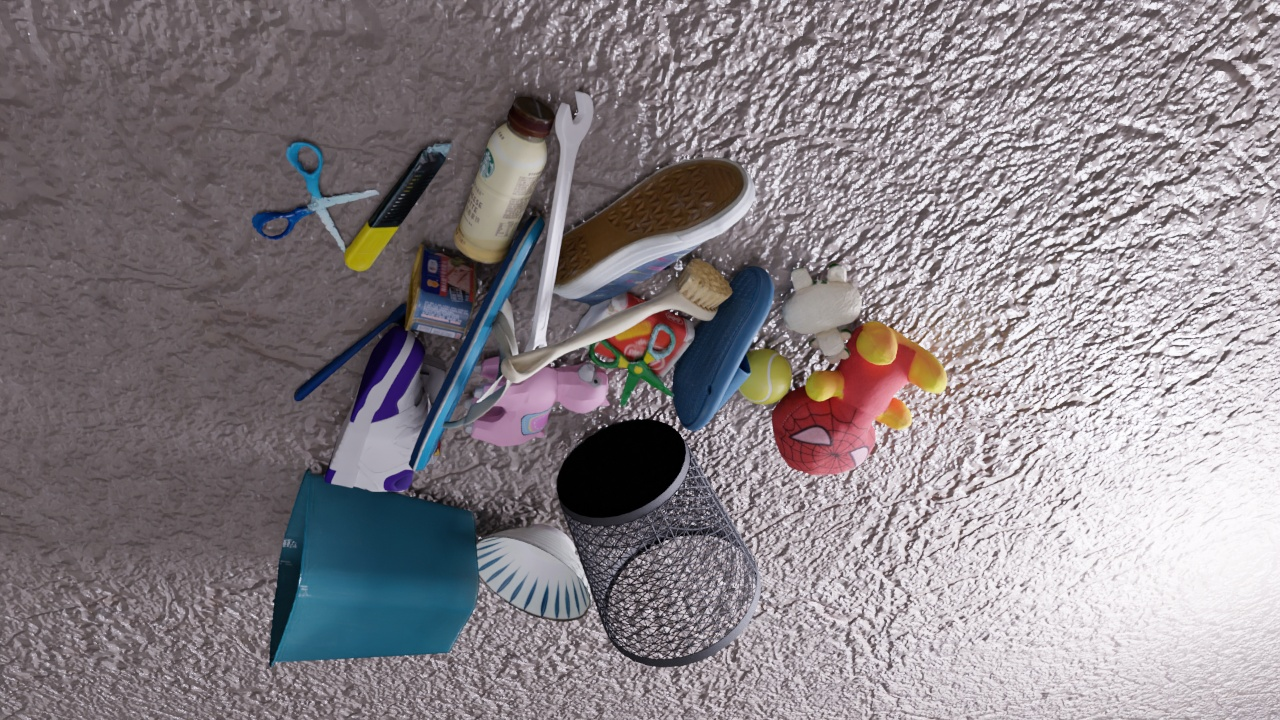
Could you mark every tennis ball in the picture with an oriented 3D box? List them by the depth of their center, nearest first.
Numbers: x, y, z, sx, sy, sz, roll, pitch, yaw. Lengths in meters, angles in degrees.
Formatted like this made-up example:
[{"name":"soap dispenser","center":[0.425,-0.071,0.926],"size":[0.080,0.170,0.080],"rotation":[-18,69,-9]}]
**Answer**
[{"name":"tennis ball","center":[0.142,0.019,1.064],"size":[0.065,0.065,0.065],"rotation":[-3,132,-4]}]

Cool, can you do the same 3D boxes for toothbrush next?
[{"name":"toothbrush","center":[-0.320,-0.006,1.021],"size":[0.190,0.016,0.017],"rotation":[-34,134,22]}]

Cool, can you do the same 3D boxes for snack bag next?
[{"name":"snack bag","center":[-0.005,-0.030,1.022],"size":[0.116,0.036,0.077],"rotation":[23,125,-24]}]

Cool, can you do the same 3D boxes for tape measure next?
[{"name":"tape measure","center":[-0.255,0.020,1.048],"size":[0.060,0.020,0.062],"rotation":[12,129,-17]}]

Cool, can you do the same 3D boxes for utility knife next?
[{"name":"utility knife","center":[-0.238,-0.151,0.898],"size":[0.028,0.020,0.175],"rotation":[19,128,-43]}]

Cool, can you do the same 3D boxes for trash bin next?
[{"name":"trash bin","center":[0.014,0.217,1.141],"size":[0.217,0.216,0.243],"rotation":[-17,125,8]},{"name":"trash bin","center":[-0.334,0.270,1.159],"size":[0.218,0.196,0.200],"rotation":[12,130,-25]}]

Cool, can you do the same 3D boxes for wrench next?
[{"name":"wrench","center":[-0.082,-0.118,0.881],"size":[0.009,0.047,0.274],"rotation":[22,113,25]}]

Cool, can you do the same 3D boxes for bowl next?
[{"name":"bowl","center":[-0.135,0.270,1.235],"size":[0.177,0.070,0.178],"rotation":[14,136,14]}]

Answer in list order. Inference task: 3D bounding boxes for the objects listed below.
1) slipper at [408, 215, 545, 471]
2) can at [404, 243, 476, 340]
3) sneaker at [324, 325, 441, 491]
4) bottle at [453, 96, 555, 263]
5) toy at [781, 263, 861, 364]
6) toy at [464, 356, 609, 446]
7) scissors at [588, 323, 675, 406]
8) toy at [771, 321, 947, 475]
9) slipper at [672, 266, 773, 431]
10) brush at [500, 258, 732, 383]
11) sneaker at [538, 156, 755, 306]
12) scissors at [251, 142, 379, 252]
[{"name":"slipper","center":[-0.153,-0.010,0.942],"size":[0.060,0.118,0.295],"rotation":[26,105,-10]},{"name":"can","center":[-0.201,-0.068,0.924],"size":[0.059,0.099,0.054],"rotation":[13,130,-19]},{"name":"sneaker","center":[-0.267,0.069,1.020],"size":[0.111,0.091,0.245],"rotation":[20,131,-18]},{"name":"bottle","center":[-0.128,-0.170,0.870],"size":[0.056,0.056,0.162],"rotation":[15,128,-20]},{"name":"toy","center":[0.201,-0.056,1.012],"size":[0.087,0.050,0.112],"rotation":[-16,110,7]},{"name":"toy","center":[-0.118,0.045,1.058],"size":[0.157,0.067,0.124],"rotation":[5,132,-17]},{"name":"scissors","center":[0.002,0.003,1.020],"size":[0.128,0.011,0.125],"rotation":[-36,125,24]},{"name":"toy","center":[0.245,0.051,1.084],"size":[0.147,0.098,0.217],"rotation":[30,121,-17]},{"name":"slipper","center":[0.095,-0.006,1.015],"size":[0.059,0.103,0.214],"rotation":[14,124,-22]},{"name":"brush","center":[-0.019,-0.038,0.929],"size":[0.271,0.062,0.077],"rotation":[-23,144,-27]},{"name":"sneaker","center":[0.013,-0.124,0.925],"size":[0.236,0.087,0.079],"rotation":[-25,149,21]},{"name":"scissors","center":[-0.321,-0.154,0.893],"size":[0.133,0.014,0.127],"rotation":[-19,136,4]}]
